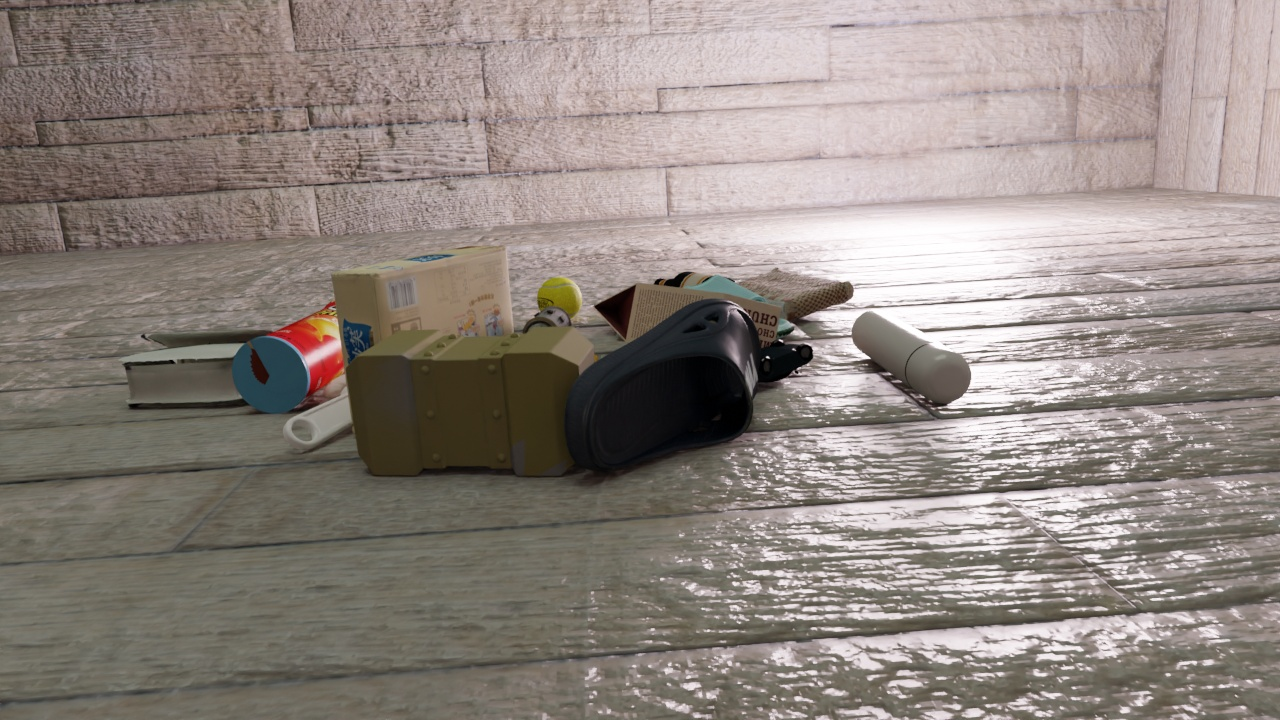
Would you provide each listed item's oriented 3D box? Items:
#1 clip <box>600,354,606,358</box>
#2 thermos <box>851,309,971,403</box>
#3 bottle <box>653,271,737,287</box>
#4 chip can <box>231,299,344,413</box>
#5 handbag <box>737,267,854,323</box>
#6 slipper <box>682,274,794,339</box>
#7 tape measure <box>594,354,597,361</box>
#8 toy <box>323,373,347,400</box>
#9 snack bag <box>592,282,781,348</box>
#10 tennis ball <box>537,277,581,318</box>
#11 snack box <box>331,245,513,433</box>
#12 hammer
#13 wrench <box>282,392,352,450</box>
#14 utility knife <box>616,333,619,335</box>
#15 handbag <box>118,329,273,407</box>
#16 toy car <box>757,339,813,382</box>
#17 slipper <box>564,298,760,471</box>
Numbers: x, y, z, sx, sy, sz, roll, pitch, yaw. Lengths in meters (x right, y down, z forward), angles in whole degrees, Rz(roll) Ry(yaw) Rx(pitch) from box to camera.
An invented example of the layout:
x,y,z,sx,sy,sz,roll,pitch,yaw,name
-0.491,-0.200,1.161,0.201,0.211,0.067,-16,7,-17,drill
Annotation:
x,y,z,sx,sy,sz,roll,pitch,yaw,name
-0.006,0.005,1.000,0.076,0.043,0.023,-3,15,-1,clip
0.271,-0.007,0.934,0.052,0.052,0.224,-4,13,-3,thermos
0.075,-0.103,1.365,0.059,0.059,0.182,-11,15,-28,bottle
-0.364,-0.011,1.032,0.087,0.087,0.213,-2,14,7,chip can
0.206,-0.091,1.322,0.124,0.047,0.186,-18,18,-23,handbag
0.067,-0.071,1.195,0.277,0.069,0.115,12,24,35,slipper
-0.073,0.011,0.985,0.059,0.030,0.068,3,19,27,tape measure
-0.274,0.018,0.990,0.125,0.037,0.076,-20,25,-38,toy
0.046,-0.045,1.050,0.094,0.070,0.207,9,2,-43,snack bag
-0.118,-0.089,1.340,0.065,0.065,0.065,-3,14,1,tennis ball
-0.203,-0.026,0.906,0.055,0.153,0.206,3,14,27,snack box
-0.117,0.000,0.869,0.190,0.101,0.324,-1,15,9,hammer
-0.255,0.029,0.922,0.018,0.066,0.272,-45,-3,29,wrench
0.006,-0.056,1.287,0.031,0.015,0.206,-3,14,19,utility knife
-0.481,-0.004,1.053,0.151,0.074,0.175,-2,13,7,handbag
0.136,0.004,0.958,0.046,0.034,0.111,10,19,44,toy car
0.047,0.019,0.767,0.083,0.111,0.267,10,22,35,slipper
